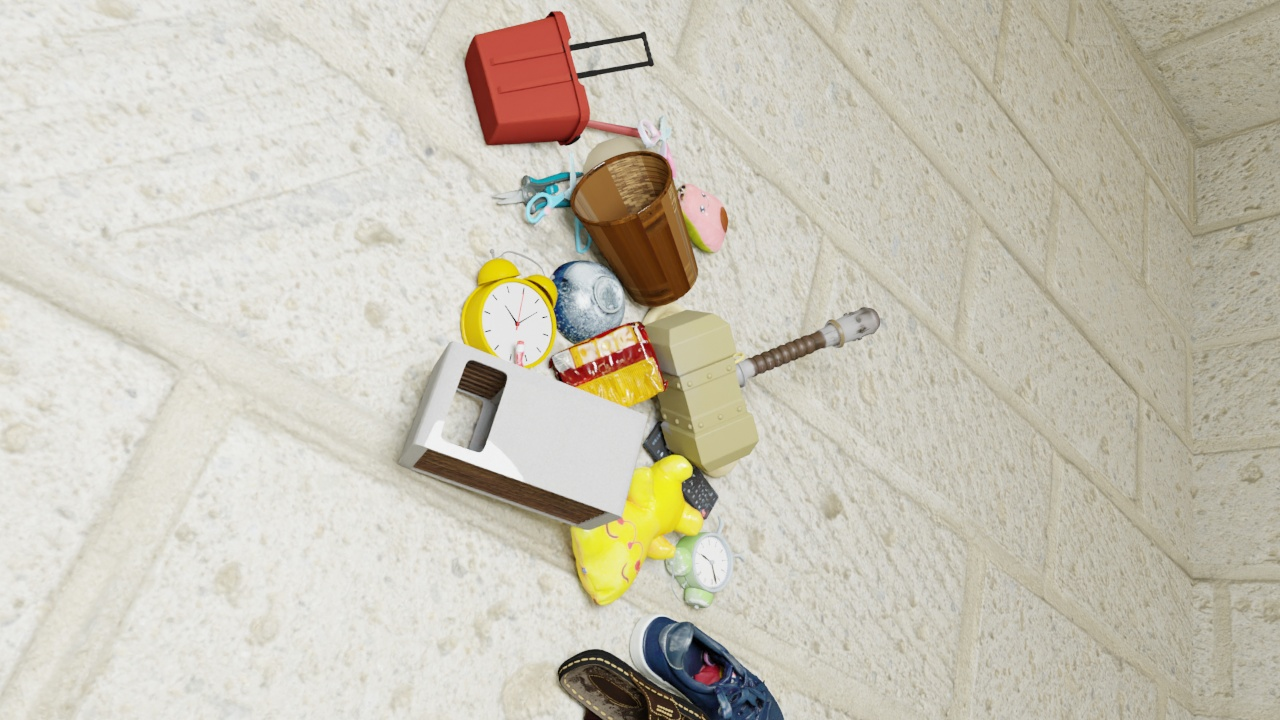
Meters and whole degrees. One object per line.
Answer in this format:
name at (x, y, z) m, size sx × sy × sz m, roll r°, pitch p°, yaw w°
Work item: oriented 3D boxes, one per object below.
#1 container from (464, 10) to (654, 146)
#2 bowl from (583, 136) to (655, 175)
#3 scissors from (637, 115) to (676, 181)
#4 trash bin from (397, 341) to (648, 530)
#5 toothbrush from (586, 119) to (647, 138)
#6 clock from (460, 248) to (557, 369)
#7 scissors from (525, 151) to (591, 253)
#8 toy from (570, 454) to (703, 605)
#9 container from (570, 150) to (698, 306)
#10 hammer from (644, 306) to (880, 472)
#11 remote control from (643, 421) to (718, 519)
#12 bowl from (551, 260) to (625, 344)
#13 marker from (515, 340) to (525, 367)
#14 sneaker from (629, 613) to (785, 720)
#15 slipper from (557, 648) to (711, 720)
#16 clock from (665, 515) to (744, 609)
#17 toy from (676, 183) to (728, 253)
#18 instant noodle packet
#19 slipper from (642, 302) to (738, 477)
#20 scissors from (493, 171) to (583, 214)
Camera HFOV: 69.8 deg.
container at (-0.100, -0.346, 1.132) m, size 0.200 × 0.127 × 0.148 m, roll -15°, pitch 90°, yaw -20°
bowl at (-0.005, -0.241, 1.271) m, size 0.152 × 0.051 × 0.152 m, roll 11°, pitch 73°, yaw -40°
scissors at (0.024, -0.325, 1.296) m, size 0.103 × 0.016 × 0.178 m, roll 52°, pitch 26°, yaw -31°
trash bin at (-0.126, 0.087, 0.993) m, size 0.228 × 0.115 × 0.114 m, roll 22°, pitch 66°, yaw -15°
toothbrush at (-0.073, -0.323, 1.234) m, size 0.189 × 0.016 × 0.016 m, roll 3°, pitch 70°, yaw -32°
clock at (-0.152, -0.055, 1.096) m, size 0.113 × 0.052 × 0.151 m, roll 21°, pitch 70°, yaw -37°
scissors at (-0.091, -0.195, 1.191) m, size 0.134 × 0.015 × 0.134 m, roll -41°, pitch 124°, yaw -28°
toy at (-0.013, 0.198, 1.139) m, size 0.193 × 0.088 × 0.134 m, roll -35°, pitch 120°, yaw -38°
container at (0.003, -0.162, 1.186) m, size 0.131 × 0.132 × 0.167 m, roll -65°, pitch 145°, yaw -31°
hammer at (0.178, -0.003, 1.207) m, size 0.324 × 0.101 × 0.190 m, roll -21°, pitch 105°, yaw -20°
remote control at (0.054, 0.152, 1.254) m, size 0.150 × 0.022 × 0.047 m, roll 54°, pitch 50°, yaw -21°
bowl at (-0.059, -0.079, 1.179) m, size 0.114 × 0.061 × 0.114 m, roll 13°, pitch 71°, yaw -39°
marker at (-0.142, 0.047, 1.071) m, size 0.012 × 0.013 × 0.142 m, roll -7°, pitch 106°, yaw -43°
sneaker at (0.120, 0.427, 1.180) m, size 0.294 × 0.127 × 0.120 m, roll 47°, pitch 52°, yaw -27°
slipper at (0.003, 0.440, 1.086) m, size 0.268 × 0.113 × 0.075 m, roll 47°, pitch 26°, yaw -22°
clock at (0.081, 0.277, 1.234) m, size 0.119 × 0.043 × 0.094 m, roll -38°, pitch 105°, yaw -41°
toy at (0.087, -0.212, 1.346) m, size 0.110 × 0.051 × 0.089 m, roll 33°, pitch 58°, yaw -38°
instant noodle packet at (-0.041, 0.016, 1.134) m, size 0.039 × 0.135 × 0.098 m, roll 4°, pitch 64°, yaw -79°
slipper at (0.084, 0.040, 1.270) m, size 0.111 × 0.079 × 0.261 m, roll -30°, pitch 101°, yaw -39°
scissors at (-0.124, -0.221, 1.180) m, size 0.127 × 0.019 × 0.141 m, roll 42°, pitch 62°, yaw -34°
